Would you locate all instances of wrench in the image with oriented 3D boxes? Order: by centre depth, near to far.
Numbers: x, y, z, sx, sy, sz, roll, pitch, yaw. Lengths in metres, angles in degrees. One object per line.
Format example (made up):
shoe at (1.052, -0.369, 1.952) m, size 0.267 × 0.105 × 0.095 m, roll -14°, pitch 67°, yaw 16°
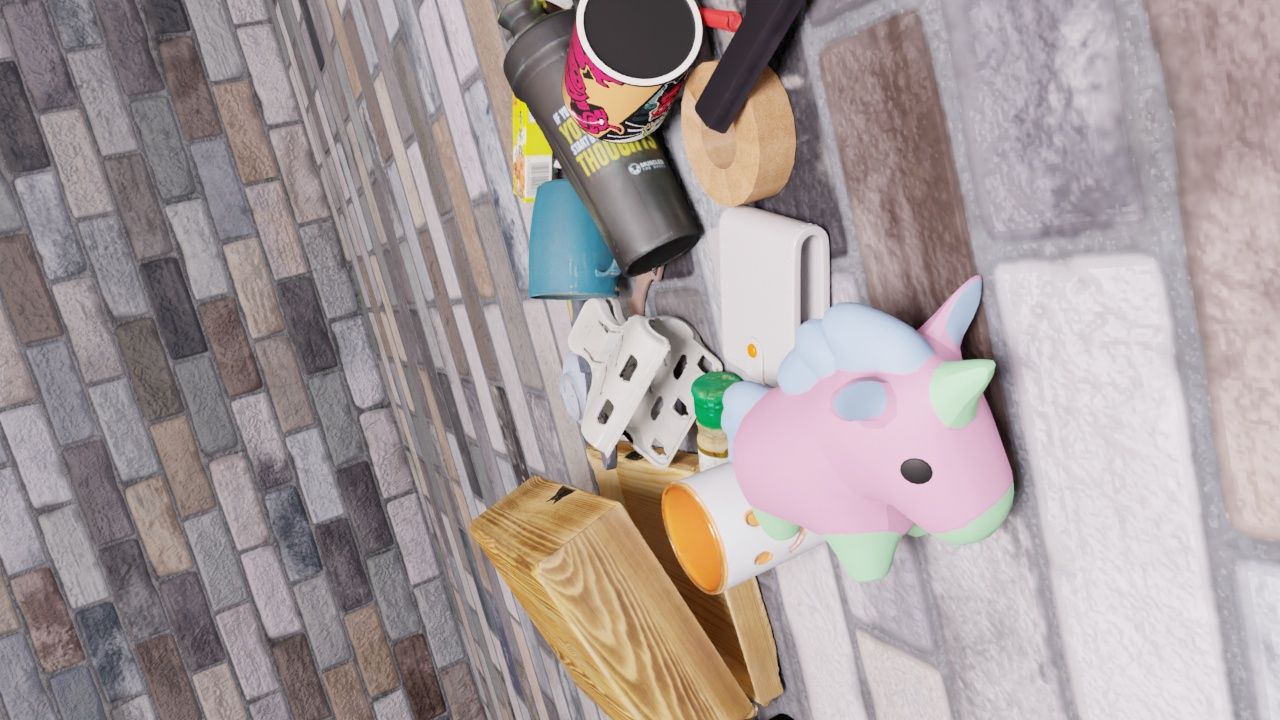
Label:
wrench at (-0.055, -0.026, 0.896) m, size 0.073 × 0.022 × 0.273 m, roll 127°, pitch 135°, yaw -66°

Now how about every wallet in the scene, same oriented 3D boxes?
wallet at (0.081, -0.044, 0.627) m, size 0.115 × 0.037 × 0.118 m, roll 33°, pitch 133°, yaw 56°

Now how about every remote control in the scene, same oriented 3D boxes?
remote control at (0.068, -0.192, 0.525) m, size 0.032 × 0.015 × 0.137 m, roll 60°, pitch 138°, yaw 27°

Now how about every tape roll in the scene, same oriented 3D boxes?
tape roll at (0.062, -0.150, 0.601) m, size 0.094 × 0.027 × 0.094 m, roll 48°, pitch 148°, yaw 44°

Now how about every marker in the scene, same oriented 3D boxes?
marker at (0.026, -0.242, 0.635) m, size 0.142 × 0.012 × 0.013 m, roll 40°, pitch 142°, yaw 52°

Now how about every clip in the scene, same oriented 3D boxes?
clip at (-0.017, 0.009, 0.781) m, size 0.152 × 0.101 × 0.127 m, roll 41°, pitch 121°, yaw 19°

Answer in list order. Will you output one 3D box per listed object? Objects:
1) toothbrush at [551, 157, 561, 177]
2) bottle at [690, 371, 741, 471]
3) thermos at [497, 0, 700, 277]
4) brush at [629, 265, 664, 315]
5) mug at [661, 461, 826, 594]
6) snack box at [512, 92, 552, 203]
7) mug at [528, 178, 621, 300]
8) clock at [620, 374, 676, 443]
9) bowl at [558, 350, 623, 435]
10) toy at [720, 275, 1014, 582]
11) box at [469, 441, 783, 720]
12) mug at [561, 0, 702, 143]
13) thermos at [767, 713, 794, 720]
toothbrush at (-0.058, -0.188, 0.864) m, size 0.155 × 0.015 × 0.022 m, roll 15°, pitch 89°, yaw 63°
bottle at (0.065, 0.066, 0.739) m, size 0.043 × 0.043 × 0.111 m, roll 37°, pitch 140°, yaw 54°
thermos at (-0.031, -0.178, 0.719) m, size 0.220 × 0.098 × 0.098 m, roll 63°, pitch 157°, yaw 7°
brush at (0.001, -0.081, 0.810) m, size 0.050 × 0.015 × 0.136 m, roll 59°, pitch 154°, yaw 30°
mug at (0.080, 0.109, 0.656) m, size 0.082 × 0.105 × 0.082 m, roll 48°, pitch 147°, yaw 44°
snack box at (-0.105, -0.230, 0.894) m, size 0.040 × 0.028 × 0.148 m, roll -134°, pitch 41°, yaw -52°
mug at (-0.051, -0.110, 0.827) m, size 0.112 × 0.084 × 0.104 m, roll -2°, pitch 90°, yaw 48°
clock at (-0.006, 0.031, 0.885) m, size 0.123 × 0.035 × 0.094 m, roll -4°, pitch 103°, yaw 68°
bowl at (-0.057, 0.035, 0.991) m, size 0.114 × 0.045 × 0.114 m, roll 48°, pitch 148°, yaw 44°
toy at (0.112, 0.039, 0.524) m, size 0.222 × 0.119 × 0.171 m, roll 15°, pitch 134°, yaw 52°
box at (-0.003, 0.226, 0.902) m, size 0.251 × 0.191 × 0.280 m, roll 60°, pitch 159°, yaw -10°
mug at (-0.017, -0.222, 0.630) m, size 0.118 × 0.081 × 0.098 m, roll 64°, pitch 167°, yaw 3°
thermos at (0.059, 0.391, 0.796) m, size 0.086 × 0.198 × 0.086 m, roll 48°, pitch 148°, yaw 44°
